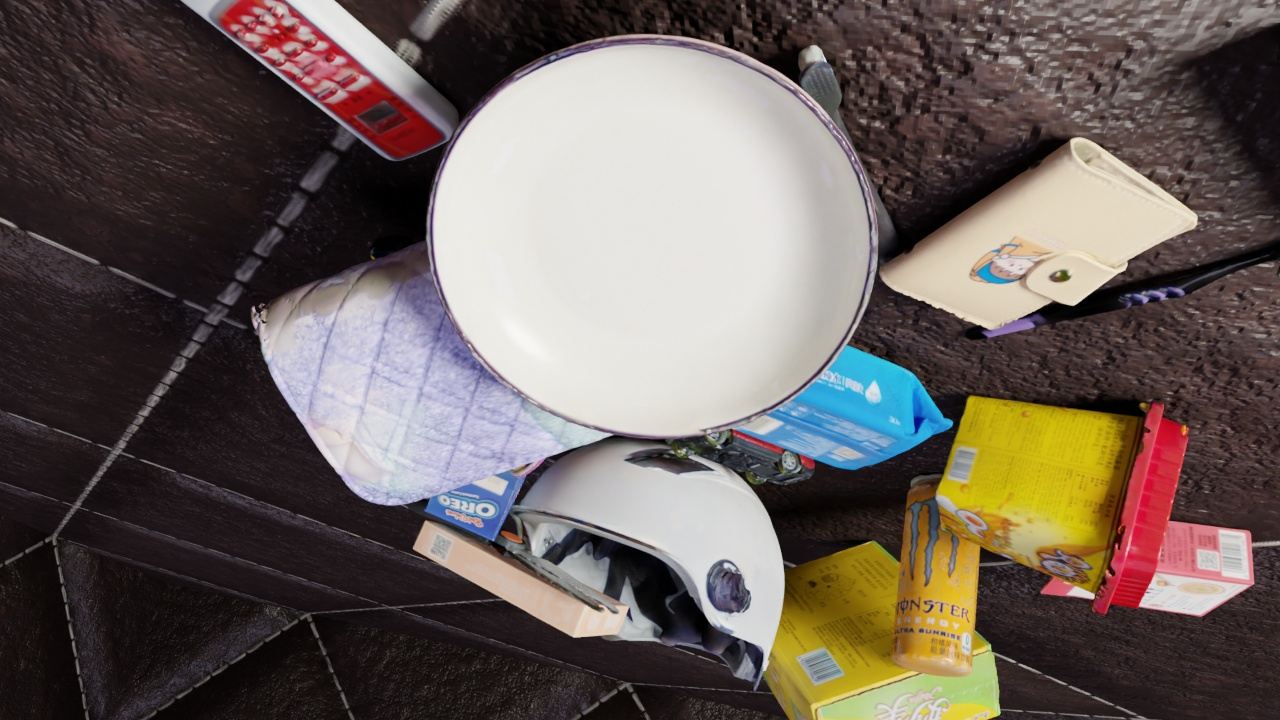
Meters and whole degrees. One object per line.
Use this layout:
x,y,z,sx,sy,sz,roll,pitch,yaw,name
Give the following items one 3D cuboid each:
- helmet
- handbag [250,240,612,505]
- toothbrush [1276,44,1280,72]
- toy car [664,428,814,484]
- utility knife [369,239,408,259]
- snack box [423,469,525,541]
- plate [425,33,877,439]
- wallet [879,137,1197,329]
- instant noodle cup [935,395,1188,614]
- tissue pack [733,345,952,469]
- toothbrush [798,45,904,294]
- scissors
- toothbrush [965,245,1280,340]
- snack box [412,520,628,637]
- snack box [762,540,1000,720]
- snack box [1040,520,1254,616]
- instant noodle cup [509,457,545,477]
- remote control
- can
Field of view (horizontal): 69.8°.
0.020,0.148,0.779,0.230,0.145,0.259,-1,137,46,helmet
-0.093,-0.006,0.505,0.194,0.075,0.134,-18,123,8,handbag
0.294,-0.058,0.357,0.212,0.026,0.027,32,-176,-35,toothbrush
0.075,0.060,0.689,0.120,0.045,0.053,20,153,-25,toy car
-0.166,-0.029,0.663,0.033,0.015,0.207,16,155,1,utility knife
-0.125,0.086,0.731,0.058,0.057,0.207,26,180,-6,snack box
0.004,-0.050,0.406,0.192,0.039,0.193,3,125,4,plate
0.183,-0.051,0.425,0.087,0.024,0.115,18,149,-22,wallet
0.260,0.082,0.577,0.124,0.115,0.116,14,158,27,instant noodle cup
0.109,0.022,0.586,0.157,0.052,0.095,21,156,-14,tissue pack
0.104,-0.078,0.425,0.016,0.018,0.181,-20,145,18,toothbrush
-0.119,0.132,0.681,0.162,0.021,0.234,24,180,-35,scissors
0.244,-0.029,0.453,0.014,0.016,0.189,29,153,-29,toothbrush
-0.093,0.170,0.717,0.157,0.026,0.084,21,174,25,snack box
0.188,0.250,0.809,0.157,0.070,0.210,-15,-165,-9,snack box
0.399,0.163,0.737,0.127,0.044,0.113,6,154,14,snack box
-0.095,0.007,0.605,0.099,0.111,0.112,31,151,-17,instant noodle cup
-0.147,-0.140,0.418,0.056,0.020,0.136,-7,148,39,remote control
0.230,0.165,0.708,0.058,0.145,0.058,11,155,5,can
